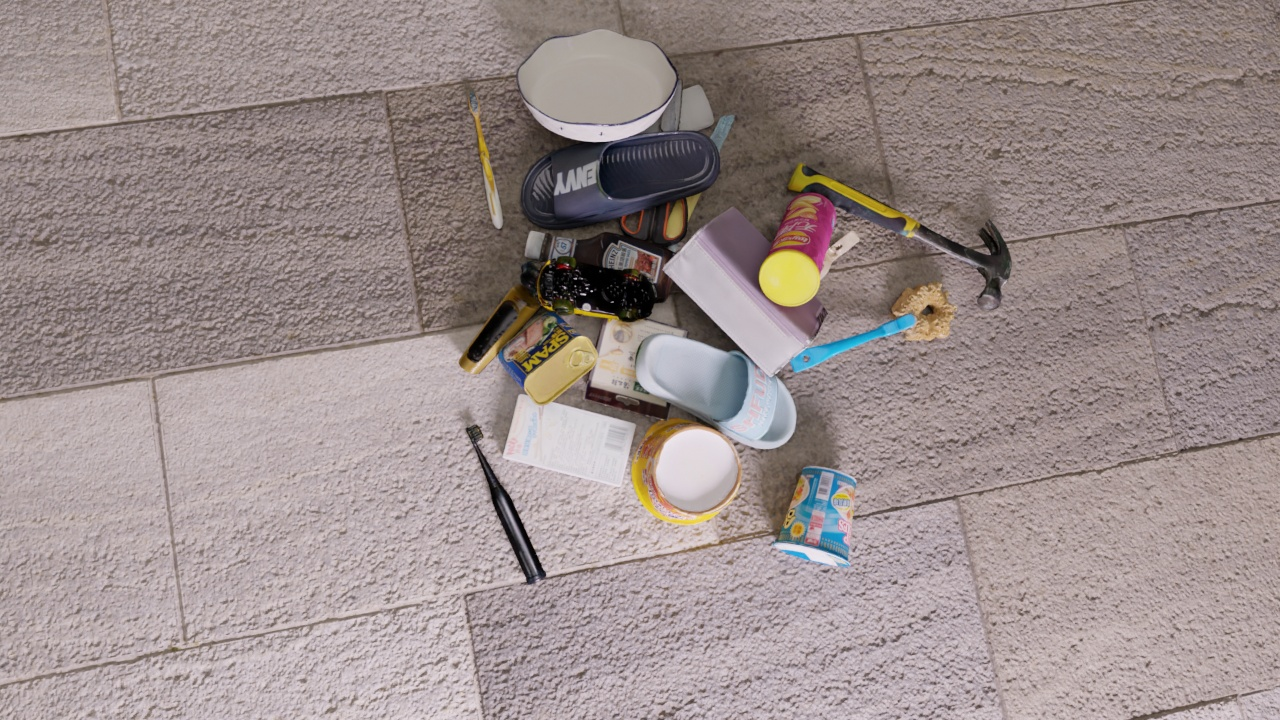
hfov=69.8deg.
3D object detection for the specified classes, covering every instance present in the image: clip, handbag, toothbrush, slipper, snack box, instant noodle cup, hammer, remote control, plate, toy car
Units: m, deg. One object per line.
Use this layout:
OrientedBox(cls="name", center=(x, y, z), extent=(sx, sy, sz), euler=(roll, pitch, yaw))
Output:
OrientedBox(cls="clip", center=(0.249, -0.137, 1.242), extent=(0.100, 0.071, 0.034), euler=(-40, 87, -4))
OrientedBox(cls="handbag", center=(0.140, -0.092, 1.179), extent=(0.197, 0.099, 0.144), euler=(47, 38, 1))
OrientedBox(cls="toothbrush", center=(-0.172, 0.179, 1.157), extent=(0.027, 0.026, 0.212), euler=(-25, 85, 3))
OrientedBox(cls="slipper", center=(-0.031, -0.246, 1.183), extent=(0.268, 0.083, 0.110), euler=(-11, 83, 6))
OrientedBox(cls="snack box", center=(-0.091, 0.103, 1.176), extent=(0.157, 0.027, 0.084), euler=(15, 81, -4))
OrientedBox(cls="instant noodle cup", center=(0.062, 0.139, 1.147), extent=(0.138, 0.110, 0.138), euler=(1, 82, -5))
OrientedBox(cls="hammer", center=(0.356, -0.188, 1.254), extent=(0.323, 0.032, 0.125), euler=(26, 60, 2))
OrientedBox(cls="remote control", center=(0.024, -0.323, 1.248), extent=(0.150, 0.021, 0.058), euler=(-22, 94, -8))
OrientedBox(cls="plate", center=(-0.056, -0.355, 1.193), extent=(0.205, 0.046, 0.204), euler=(1, 52, -2))
OrientedBox(cls="toy car", center=(-0.054, -0.085, 1.153), extent=(0.155, 0.041, 0.071), euler=(7, 77, -19))
OrientedBox(cls="toothbrush", center=(-0.206, -0.267, 1.216), extent=(0.016, 0.018, 0.191), euler=(-11, 84, -6))
OrientedBox(cls="snack box", center=(-0.007, 0.007, 1.185), extent=(0.113, 0.053, 0.125), euler=(15, 81, -5))
OrientedBox(cls="instant noodle cup", center=(0.229, 0.196, 1.171), extent=(0.099, 0.099, 0.109), euler=(18, 74, -4))
OrientedBox(cls="slipper", center=(0.106, 0.032, 1.158), extent=(0.245, 0.074, 0.104), euler=(24, 73, -25))

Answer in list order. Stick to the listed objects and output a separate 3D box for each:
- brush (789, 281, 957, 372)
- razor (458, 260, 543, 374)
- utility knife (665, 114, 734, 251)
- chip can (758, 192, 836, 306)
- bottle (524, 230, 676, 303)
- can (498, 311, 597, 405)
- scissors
OrientedBox(cls="brush", center=(0.314, -0.038, 1.228), extent=(0.254, 0.046, 0.083), euler=(-20, 87, -14))
OrientedBox(cls="razor", center=(-0.171, -0.052, 1.172), extent=(0.062, 0.067, 0.167), euler=(39, 86, 8))
OrientedBox(cls="utility knife", center=(0.079, -0.246, 1.246), extent=(0.031, 0.022, 0.210), euler=(25, 87, -4))
OrientedBox(cls="chip can", center=(0.202, -0.145, 1.157), extent=(0.071, 0.210, 0.071), euler=(8, 121, 14))
OrientedBox(cls="bottle", center=(-0.053, -0.130, 1.204), extent=(0.195, 0.044, 0.079), euler=(13, 80, -4))
OrientedBox(cls="can", center=(-0.118, -0.005, 1.153), extent=(0.102, 0.057, 0.083), euler=(-40, 44, -11))
OrientedBox(cls="scissors", center=(0.045, -0.263, 1.227), extent=(0.142, 0.021, 0.235), euler=(31, 91, 7))
